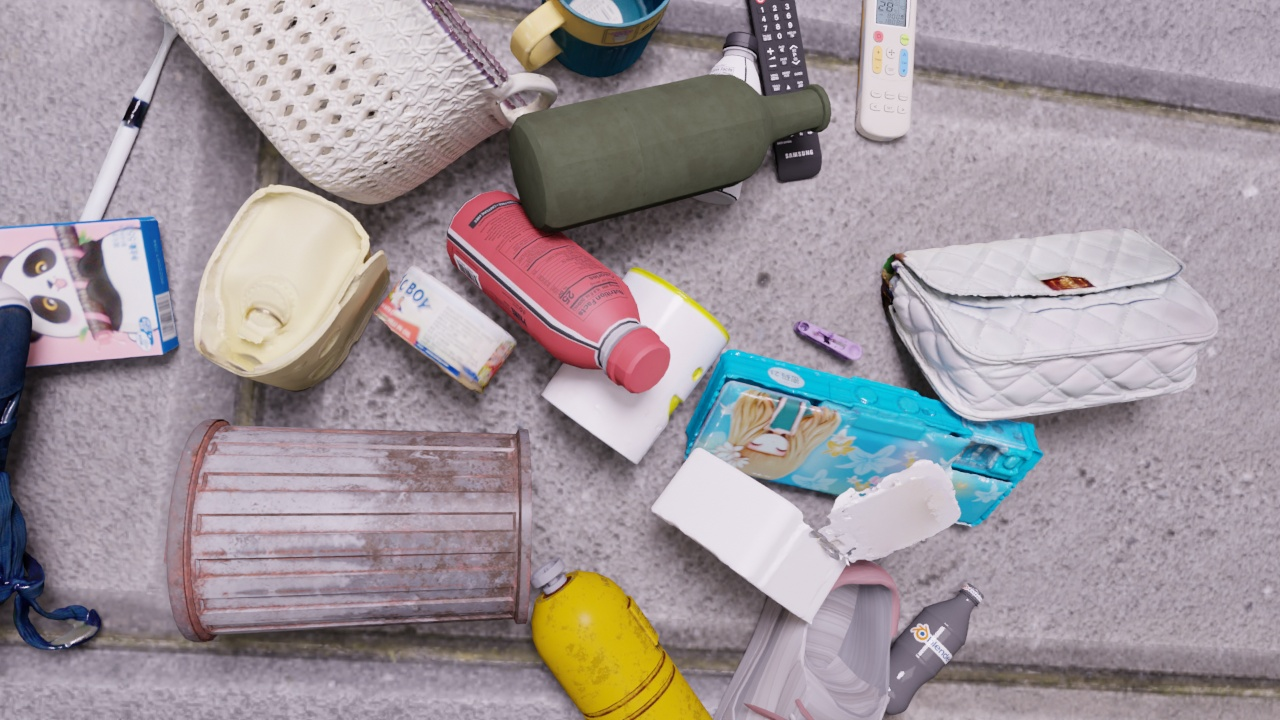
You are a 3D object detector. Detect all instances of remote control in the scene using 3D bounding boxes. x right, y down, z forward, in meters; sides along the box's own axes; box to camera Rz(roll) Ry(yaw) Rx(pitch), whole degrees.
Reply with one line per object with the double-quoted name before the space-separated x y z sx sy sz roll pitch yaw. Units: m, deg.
"remote control" 0.180 -0.224 0.671 0.038 0.018 0.125 4 89 -8
"remote control" 0.103 -0.204 0.661 0.033 0.015 0.147 -10 91 -8

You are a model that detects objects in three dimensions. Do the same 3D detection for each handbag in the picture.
"handbag" -0.211 -0.038 0.565 0.081 0.119 0.111 26 82 -9
"handbag" 0.281 -0.037 0.634 0.194 0.138 0.073 -7 133 -10

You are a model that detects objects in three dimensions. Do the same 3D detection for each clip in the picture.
"clip" 0.135 -0.015 0.661 0.051 0.033 0.013 27 87 -7

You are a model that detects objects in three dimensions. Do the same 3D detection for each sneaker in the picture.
"sneaker" -0.388 0.101 0.532 0.127 0.120 0.295 23 100 1
"sneaker" 0.115 0.239 0.624 0.099 0.089 0.236 18 87 -8

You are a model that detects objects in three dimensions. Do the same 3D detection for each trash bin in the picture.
"trash bin" -0.176 0.102 0.563 0.211 0.131 0.131 1 89 -10

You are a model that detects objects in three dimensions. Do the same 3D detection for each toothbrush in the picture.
"toothbrush" -0.335 -0.152 0.597 0.012 0.017 0.186 21 87 1

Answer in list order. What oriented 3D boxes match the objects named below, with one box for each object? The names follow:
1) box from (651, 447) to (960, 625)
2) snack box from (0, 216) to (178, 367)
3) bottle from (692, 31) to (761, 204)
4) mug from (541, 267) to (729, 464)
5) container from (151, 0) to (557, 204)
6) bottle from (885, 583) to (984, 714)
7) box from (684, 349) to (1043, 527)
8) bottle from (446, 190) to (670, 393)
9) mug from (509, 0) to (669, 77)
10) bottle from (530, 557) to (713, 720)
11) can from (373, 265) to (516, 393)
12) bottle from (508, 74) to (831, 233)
"box" 0.104 0.110 0.578 0.111 0.189 0.101 41 61 -46
"snack box" -0.381 -0.041 0.575 0.154 0.033 0.088 -6 101 -8
"bottle" 0.060 -0.171 0.642 0.041 0.041 0.116 12 88 -8
"mug" -0.004 0.004 0.612 0.082 0.082 0.106 37 86 -6
"container" -0.183 -0.212 0.544 0.143 0.184 0.251 -39 94 5
"bottle" 0.207 0.206 0.664 0.036 0.036 0.110 45 84 -6
"box" 0.150 0.058 0.632 0.226 0.094 0.039 14 45 -8
"bottle" -0.050 -0.041 0.567 0.062 0.062 0.176 -46 56 -6
"mug" -0.037 -0.230 0.595 0.113 0.107 0.083 -39 97 -7
"bottle" -0.017 0.205 0.616 0.071 0.071 0.164 -35 95 -7
"can" -0.125 -0.020 0.592 0.086 0.086 0.043 37 85 -6
"bottle" 0.025 -0.138 0.575 0.206 0.071 0.071 -18 92 -19
